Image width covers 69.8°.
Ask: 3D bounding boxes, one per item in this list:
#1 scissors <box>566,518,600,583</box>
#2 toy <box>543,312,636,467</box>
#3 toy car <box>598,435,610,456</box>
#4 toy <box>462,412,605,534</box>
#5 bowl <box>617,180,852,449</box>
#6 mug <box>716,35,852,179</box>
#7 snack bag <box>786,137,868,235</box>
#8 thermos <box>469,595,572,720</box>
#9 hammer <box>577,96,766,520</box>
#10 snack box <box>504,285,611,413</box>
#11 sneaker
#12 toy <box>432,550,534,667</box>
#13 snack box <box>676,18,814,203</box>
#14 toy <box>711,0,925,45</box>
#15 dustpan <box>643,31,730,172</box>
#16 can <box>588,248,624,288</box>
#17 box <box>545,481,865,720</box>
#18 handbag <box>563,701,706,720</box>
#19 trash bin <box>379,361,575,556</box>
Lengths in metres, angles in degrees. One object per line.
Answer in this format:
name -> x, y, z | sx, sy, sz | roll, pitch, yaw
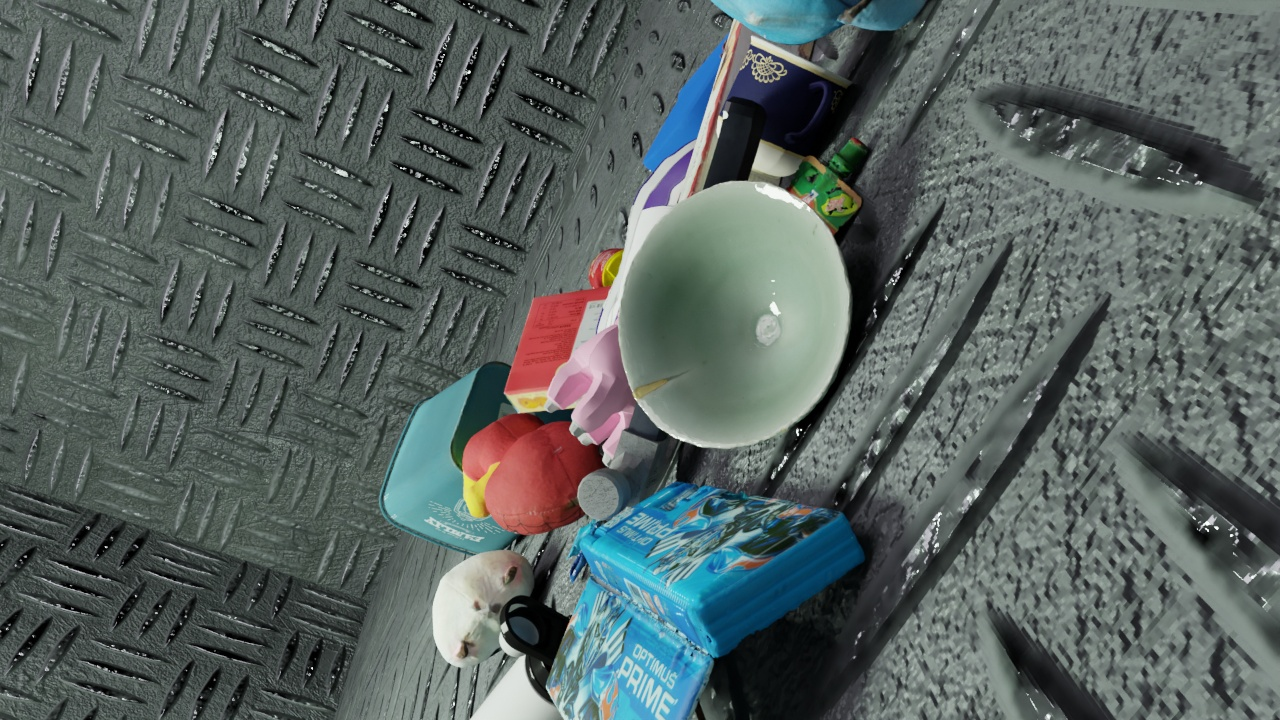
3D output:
scissors -> -0.037, 0.153, 0.872 | 0.135, 0.016, 0.083 | -57, 12, 19
toy -> -0.005, 0.005, 0.776 | 0.157, 0.123, 0.067 | -48, 47, -5
toy car -> -0.021, 0.073, 0.869 | 0.036, 0.042, 0.091 | -61, 15, 16
toy -> -0.111, 0.112, 0.940 | 0.147, 0.099, 0.217 | -35, 17, -20
bowl -> 0.071, -0.027, 0.605 | 0.175, 0.067, 0.174 | -3, 86, 39
mug -> 0.110, -0.188, 0.711 | 0.089, 0.085, 0.111 | -65, 26, 20
snack bag -> 0.111, -0.089, 0.654 | 0.155, 0.044, 0.087 | -55, 30, 21
thermos -> -0.107, 0.280, 0.744 | 0.231, 0.101, 0.068 | -57, 14, 34
hammer -> 0.033, -0.040, 0.685 | 0.139, 0.035, 0.313 | -12, -59, -70
snack box -> -0.062, -0.015, 0.993 | 0.040, 0.143, 0.144 | 62, -150, -44
sneaker -> 0.031, -0.089, 0.842 | 0.111, 0.091, 0.244 | -122, 54, -70
toy -> -0.175, 0.276, 1.038 | 0.138, 0.101, 0.180 | -57, -6, -11
snack box -> 0.094, -0.209, 0.816 | 0.044, 0.076, 0.272 | 134, 155, -64
toy -> 0.113, -0.309, 0.691 | 0.190, 0.224, 0.099 | -55, -25, -40
dustpan -> 0.048, -0.248, 1.089 | 0.257, 0.059, 0.246 | -60, 11, -15
can -> -0.021, -0.101, 1.096 | 0.066, 0.066, 0.124 | -67, 13, 2
box -> 0.005, 0.137, 0.525 | 0.175, 0.060, 0.244 | -48, 9, -13
handbag -> 0.007, 0.213, 0.546 | 0.093, 0.043, 0.196 | -66, 13, -19
trash bin -> -0.192, 0.121, 1.164 | 0.219, 0.196, 0.198 | -36, 34, 54
